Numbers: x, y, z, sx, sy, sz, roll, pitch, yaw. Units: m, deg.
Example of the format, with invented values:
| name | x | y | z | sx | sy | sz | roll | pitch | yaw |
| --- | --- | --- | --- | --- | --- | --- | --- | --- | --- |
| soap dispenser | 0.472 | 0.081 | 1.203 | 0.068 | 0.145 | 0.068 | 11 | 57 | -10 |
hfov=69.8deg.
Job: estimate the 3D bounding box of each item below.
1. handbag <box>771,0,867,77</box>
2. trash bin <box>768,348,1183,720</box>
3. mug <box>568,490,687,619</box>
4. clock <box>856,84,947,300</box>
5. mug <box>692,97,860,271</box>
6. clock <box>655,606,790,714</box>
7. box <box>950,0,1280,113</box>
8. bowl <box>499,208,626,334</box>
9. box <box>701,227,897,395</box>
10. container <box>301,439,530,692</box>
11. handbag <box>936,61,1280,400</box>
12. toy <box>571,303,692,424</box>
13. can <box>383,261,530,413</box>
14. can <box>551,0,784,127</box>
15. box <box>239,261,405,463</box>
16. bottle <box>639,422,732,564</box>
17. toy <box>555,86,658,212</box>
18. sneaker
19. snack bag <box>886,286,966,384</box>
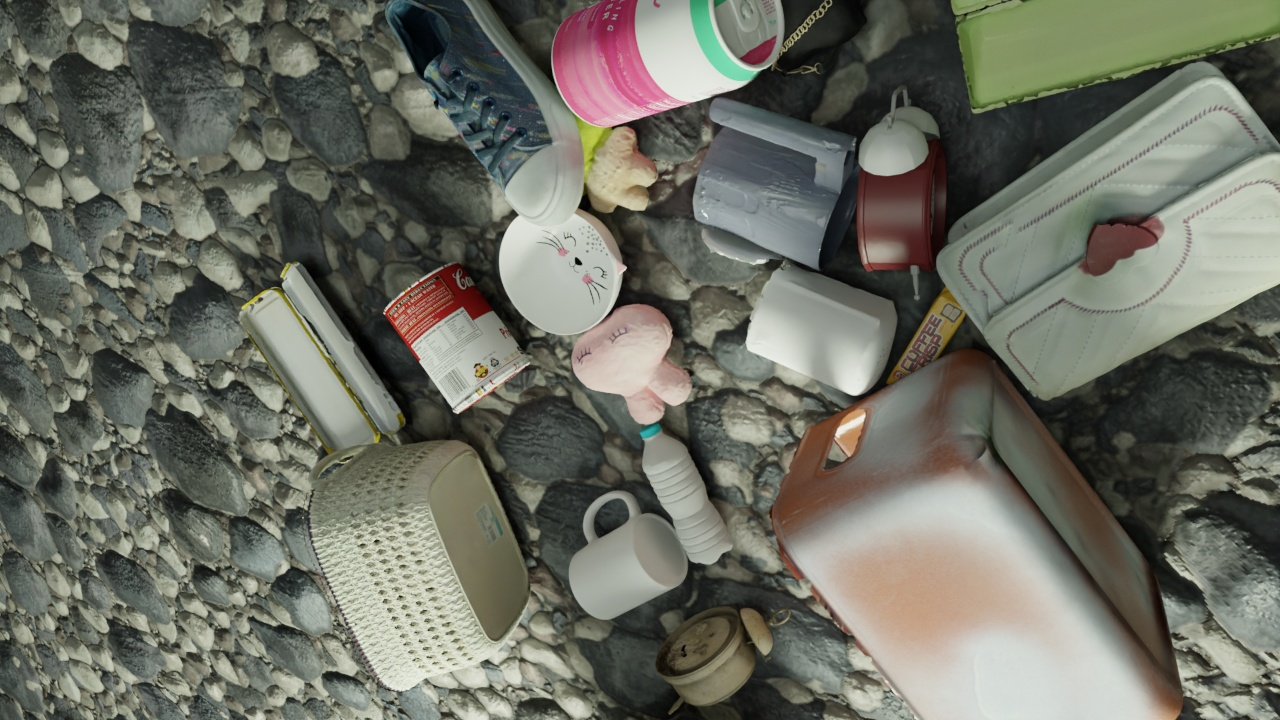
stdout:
| name | x | y | z | sx | sy | sz | roll | pitch | yaw |
| --- | --- | --- | --- | --- | --- | --- | --- | --- | --- |
| handbag | 0.104 | -0.264 | 0.650 | 0.079 | 0.054 | 0.128 | -25 | 100 | 44 |
| trash bin | 0.241 | 0.138 | 0.655 | 0.158 | 0.181 | 0.259 | -36 | 96 | 32 |
| mug | -0.018 | 0.182 | 0.886 | 0.091 | 0.073 | 0.110 | -36 | 66 | 33 |
| clock | 0.182 | -0.119 | 0.637 | 0.048 | 0.096 | 0.138 | 4 | 115 | 25 |
| mug | 0.100 | -0.133 | 0.666 | 0.104 | 0.083 | 0.124 | 24 | 160 | 19 |
| clock | 0.082 | 0.274 | 0.864 | 0.141 | 0.093 | 0.054 | -31 | 102 | 8 |
| box | 0.289 | -0.242 | 0.568 | 0.188 | 0.029 | 0.138 | -10 | 111 | 30 |
| bowl | -0.062 | -0.084 | 0.803 | 0.115 | 0.050 | 0.115 | 10 | 115 | 23 |
| box | 0.117 | -0.043 | 0.717 | 0.165 | 0.084 | 0.095 | 22 | 128 | 19 |
| container | -0.218 | 0.199 | 0.932 | 0.143 | 0.184 | 0.252 | -15 | 104 | 19 |
| handbag | 0.310 | -0.074 | 0.589 | 0.199 | 0.096 | 0.142 | -38 | 91 | 32 |
| toy | -0.005 | 0.005 | 0.811 | 0.109 | 0.053 | 0.105 | -38 | 96 | 33 |
| can | -0.172 | -0.021 | 0.864 | 0.087 | 0.086 | 0.116 | -34 | 92 | 33 |
| can | 0.015 | -0.226 | 0.657 | 0.166 | 0.088 | 0.088 | -1 | 111 | 47 |
| box | -0.341 | 0.003 | 0.991 | 0.128 | 0.045 | 0.210 | -31 | 93 | 32 |
| bottle | 0.038 | 0.120 | 0.840 | 0.044 | 0.044 | 0.136 | -22 | 99 | 32 |
| toy | -0.038 | -0.169 | 0.761 | 0.118 | 0.043 | 0.092 | 31 | 119 | 11 |
| sneaker | -0.126 | -0.210 | 0.733 | 0.088 | 0.079 | 0.235 | -41 | 73 | 38 |
| snack bag | 0.222 | -0.015 | 0.704 | 0.026 | 0.020 | 0.099 | 33 | 122 | 14 |
